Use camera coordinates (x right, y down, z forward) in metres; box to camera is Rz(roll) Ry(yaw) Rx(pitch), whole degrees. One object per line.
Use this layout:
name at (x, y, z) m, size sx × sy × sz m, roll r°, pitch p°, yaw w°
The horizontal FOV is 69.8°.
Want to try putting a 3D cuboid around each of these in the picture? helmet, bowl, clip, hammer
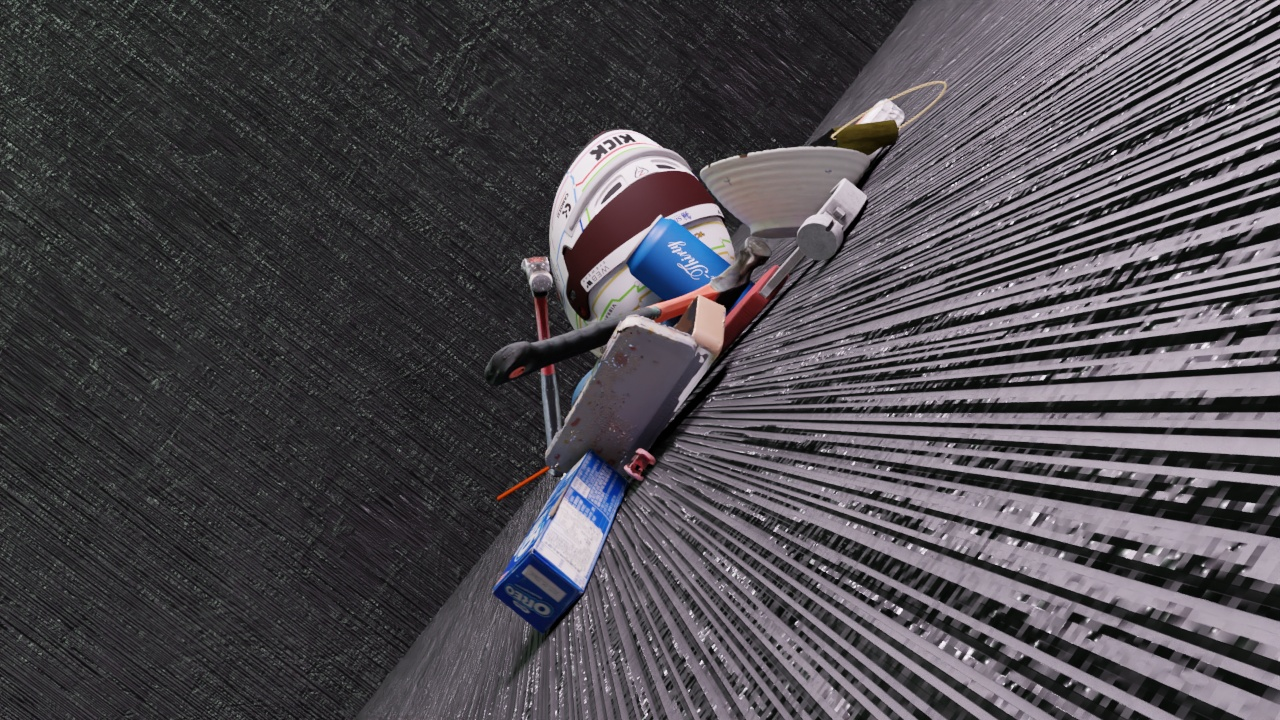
helmet at (0.011, -0.117, 1.196) m, size 0.230 × 0.236 × 0.315 m, roll -29°, pitch -26°, yaw -21°
bowl at (0.152, -0.169, 0.966) m, size 0.177 × 0.177 × 0.071 m, roll 158°, pitch 110°, yaw -86°
clip at (0.001, 0.095, 0.863) m, size 0.037 × 0.022 × 0.058 m, roll -56°, pitch 1°, yaw -12°
hammer at (0.113, -0.057, 0.904) m, size 0.125 × 0.036 × 0.317 m, roll -51°, pitch 0°, yaw -45°
hammer at (-0.009, -0.036, 0.870) m, size 0.332 × 0.033 × 0.133 m, roll -20°, pitch -25°, yaw -44°
hammer at (-0.131, 0.011, 1.285) m, size 0.140 × 0.036 × 0.327 m, roll -116°, pitch 21°, yaw -65°

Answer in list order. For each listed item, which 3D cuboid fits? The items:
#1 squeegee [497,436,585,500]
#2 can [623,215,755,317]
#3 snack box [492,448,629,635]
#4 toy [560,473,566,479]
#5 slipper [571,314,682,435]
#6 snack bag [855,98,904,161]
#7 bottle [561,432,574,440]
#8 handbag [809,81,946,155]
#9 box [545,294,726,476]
squeegee at (-0.060, 0.119, 1.021) m, size 0.249 × 0.055 × 0.184 m, roll -32°, pitch 21°, yaw 3°
can at (0.059, -0.092, 1.039) m, size 0.079 × 0.146 × 0.079 m, roll -52°, pitch 2°, yaw 2°
snack box at (-0.062, 0.149, 0.806) m, size 0.059 × 0.059 × 0.226 m, roll -47°, pitch 4°, yaw 16°
toy at (-0.079, 0.158, 1.264) m, size 0.108 × 0.041 × 0.096 m, roll -44°, pitch -5°, yaw -40°
slipper at (-0.006, 0.006, 1.051) m, size 0.213 × 0.059 × 0.104 m, roll -36°, pitch -51°, yaw -36°
snack bag at (0.249, -0.244, 1.042) m, size 0.077 × 0.036 × 0.116 m, roll -51°, pitch 2°, yaw -3°
bottle at (-0.055, 0.090, 1.225) m, size 0.162 × 0.056 × 0.056 m, roll -31°, pitch 18°, yaw 51°
handbag at (0.236, -0.231, 0.889) m, size 0.084 × 0.027 × 0.178 m, roll -12°, pitch -3°, yaw -17°
box at (-0.007, 0.025, 0.904) m, size 0.217 × 0.096 × 0.104 m, roll -57°, pitch 8°, yaw 39°
